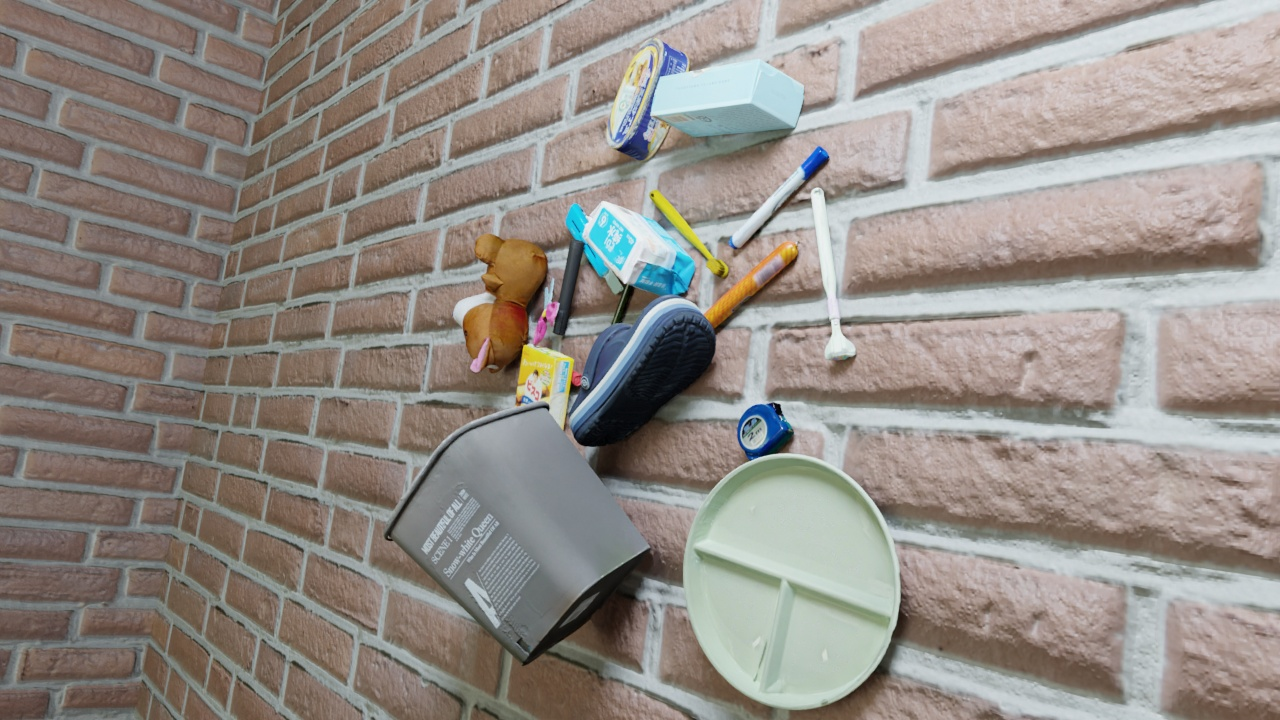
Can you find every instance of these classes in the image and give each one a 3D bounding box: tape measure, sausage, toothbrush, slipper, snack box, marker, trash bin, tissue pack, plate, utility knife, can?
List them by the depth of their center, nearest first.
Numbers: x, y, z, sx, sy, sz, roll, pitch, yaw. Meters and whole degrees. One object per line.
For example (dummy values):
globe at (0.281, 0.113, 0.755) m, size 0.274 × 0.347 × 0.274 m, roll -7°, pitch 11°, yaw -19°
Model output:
plate at (0.137, 0.201, 0.849) m, size 0.231 × 0.027 × 0.230 m, roll -11°, pitch 73°, yaw 38°
toothbrush at (0.186, -0.089, 0.909) m, size 0.029 × 0.020 × 0.189 m, roll -10°, pitch 67°, yaw 17°
tape measure at (0.125, 0.071, 0.929) m, size 0.058 × 0.025 × 0.054 m, roll -47°, pitch 45°, yaw 26°
marker at (0.146, -0.172, 0.984) m, size 0.146 × 0.016 × 0.017 m, roll -45°, pitch 48°, yaw 32°
sausage at (0.113, -0.077, 0.991) m, size 0.166 × 0.021 × 0.021 m, roll -42°, pitch 49°, yaw 35°
trash bin at (-0.131, 0.196, 1.033) m, size 0.220 × 0.198 × 0.199 m, roll 46°, pitch 117°, yaw 17°
snack box at (0.095, -0.293, 1.037) m, size 0.175 × 0.074 × 0.051 m, roll 13°, pitch 89°, yaw 51°
slipper at (-0.006, 0.006, 1.046) m, size 0.254 × 0.105 × 0.095 m, roll -52°, pitch 53°, yaw 41°
toothbrush at (0.053, -0.154, 1.092) m, size 0.016 × 0.016 × 0.190 m, roll -56°, pitch 42°, yaw 22°
tissue pack at (-0.004, -0.131, 1.096) m, size 0.063 × 0.090 × 0.140 m, roll -59°, pitch 42°, yaw 19°
toothbrush at (-0.034, -0.032, 1.166) m, size 0.017 × 0.012 × 0.186 m, roll 28°, pitch 101°, yaw 45°
can at (0.008, -0.333, 1.175) m, size 0.074 × 0.049 × 0.148 m, roll 35°, pitch 106°, yaw 49°
snack box at (-0.133, 0.055, 1.228) m, size 0.087 × 0.033 × 0.140 m, roll 22°, pitch 104°, yaw 51°
utility knife at (-0.061, -0.147, 1.229) m, size 0.034 × 0.018 × 0.185 m, roll -54°, pitch 45°, yaw 25°
marker at (-0.099, -0.099, 1.241) m, size 0.020 × 0.022 × 0.132 m, roll 17°, pitch 104°, yaw 16°
marker at (-0.121, 0.004, 1.256) m, size 0.145 × 0.017 × 0.017 m, roll 29°, pitch 102°, yaw 51°

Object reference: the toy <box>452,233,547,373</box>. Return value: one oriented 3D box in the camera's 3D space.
toy at (-0.206, -0.078, 1.306) m, size 0.130 × 0.140 × 0.199 m, roll 7°, pitch 92°, yaw 14°

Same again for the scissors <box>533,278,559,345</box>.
scissors at (-0.133, -0.067, 1.265) m, size 0.077 × 0.017 × 0.137 m, roll -58°, pitch 20°, yaw 19°
